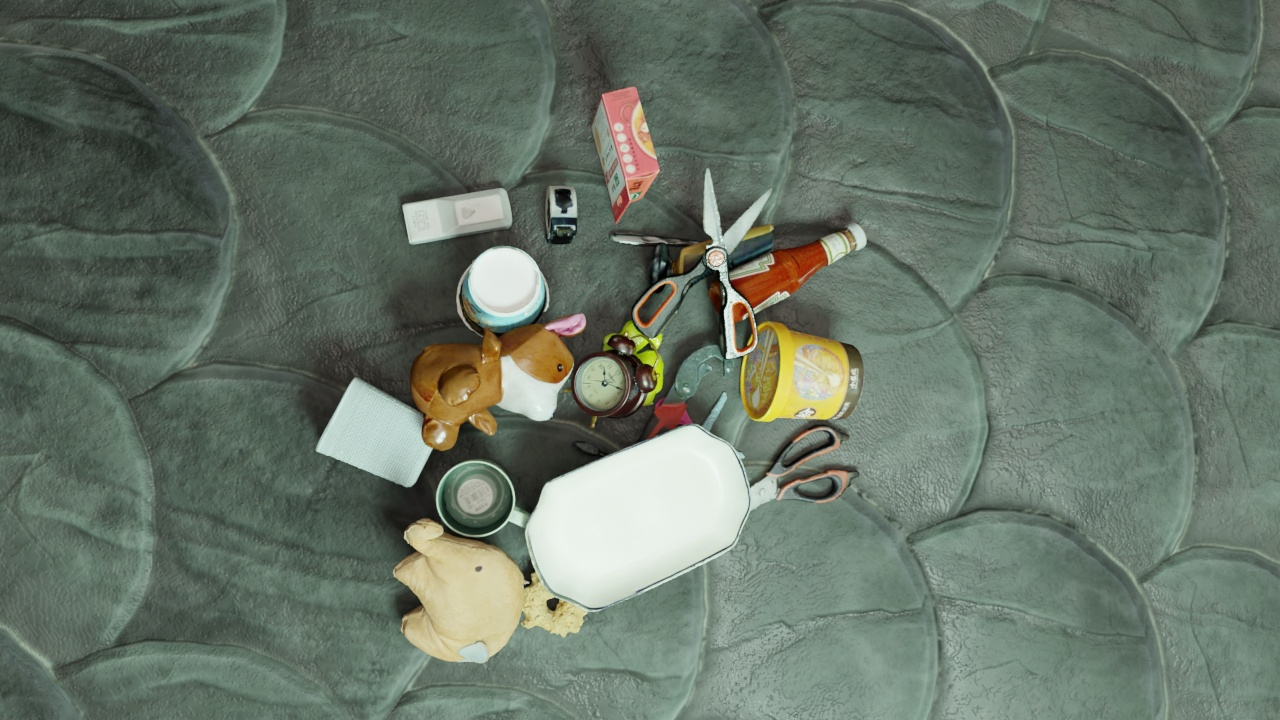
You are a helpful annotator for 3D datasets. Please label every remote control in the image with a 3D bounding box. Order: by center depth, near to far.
[{"bbox_3d":[-0.217,-0.173,1.094,0.125,0.024,0.049,-12,87,-8],"label":"remote control"}]

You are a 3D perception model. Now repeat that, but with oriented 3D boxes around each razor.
[{"bbox_3d":[0.085,-0.130,1.111,0.167,0.062,0.067,-19,70,-5],"label":"razor"}]

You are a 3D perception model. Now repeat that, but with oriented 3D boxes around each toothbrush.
[{"bbox_3d":[0.009,0.129,1.088,0.189,0.017,0.014,19,74,0],"label":"toothbrush"},{"bbox_3d":[0.052,-0.146,1.135,0.181,0.018,0.015,3,88,-7],"label":"toothbrush"}]

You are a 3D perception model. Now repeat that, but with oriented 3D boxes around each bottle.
[{"bbox_3d":[0.184,-0.113,1.131,0.206,0.060,0.060,-26,90,-10],"label":"bottle"}]

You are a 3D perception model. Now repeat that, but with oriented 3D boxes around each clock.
[{"bbox_3d":[-0.027,0.019,1.062,0.122,0.055,0.082,-41,74,17],"label":"clock"}]

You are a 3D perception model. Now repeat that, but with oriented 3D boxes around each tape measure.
[{"bbox_3d":[-0.094,-0.174,1.090,0.033,0.066,0.066,-1,88,-13],"label":"tape measure"}]

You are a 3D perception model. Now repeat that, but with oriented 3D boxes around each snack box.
[{"bbox_3d":[-0.017,-0.239,1.082,0.044,0.113,0.127,-15,88,-11],"label":"snack box"}]

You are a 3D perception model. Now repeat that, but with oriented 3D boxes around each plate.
[{"bbox_3d":[-0.002,0.174,1.042,0.265,0.034,0.162,-22,99,-15],"label":"plate"}]

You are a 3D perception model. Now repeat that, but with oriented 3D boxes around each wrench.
[{"bbox_3d":[0.021,0.091,1.084,0.056,0.016,0.273,36,77,0],"label":"wrench"}]

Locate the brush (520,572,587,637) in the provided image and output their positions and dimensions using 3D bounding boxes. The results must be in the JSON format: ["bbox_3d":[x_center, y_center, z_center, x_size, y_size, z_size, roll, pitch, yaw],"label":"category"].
[{"bbox_3d":[-0.050,0.214,1.082,0.083,0.046,0.254,35,76,7],"label":"brush"}]

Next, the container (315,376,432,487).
[{"bbox_3d":[-0.288,0.084,1.032,0.111,0.090,0.090,27,82,-9],"label":"container"}]

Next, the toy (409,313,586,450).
[{"bbox_3d":[-0.148,0.020,1.008,0.199,0.140,0.130,-24,68,-43],"label":"toy"}]

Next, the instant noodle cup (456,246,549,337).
[{"bbox_3d":[-0.157,-0.082,1.046,0.111,0.120,0.111,1,85,-8],"label":"instant noodle cup"}]

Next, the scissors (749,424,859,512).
[{"bbox_3d":[0.171,0.164,1.128,0.198,0.015,0.204,22,83,-7],"label":"scissors"}]

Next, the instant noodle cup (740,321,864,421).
[{"bbox_3d":[0.194,0.019,1.097,0.114,0.119,0.118,7,84,-16],"label":"instant noodle cup"}]

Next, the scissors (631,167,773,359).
[{"bbox_3d":[0.084,-0.098,1.068,0.221,0.021,0.228,-32,105,11],"label":"scissors"}]

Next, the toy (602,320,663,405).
[{"bbox_3d":[-0.007,0.006,1.105,0.097,0.031,0.100,-34,85,2],"label":"toy"}]

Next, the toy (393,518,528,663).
[{"bbox_3d":[-0.193,0.239,0.990,0.143,0.082,0.226,-3,127,-10],"label":"toy"}]

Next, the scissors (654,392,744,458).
[{"bbox_3d":[0.069,0.093,1.116,0.134,0.017,0.133,33,74,-10],"label":"scissors"}]

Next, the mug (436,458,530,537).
[{"bbox_3d":[-0.171,0.158,1.032,0.111,0.106,0.082,26,81,-5],"label":"mug"}]
